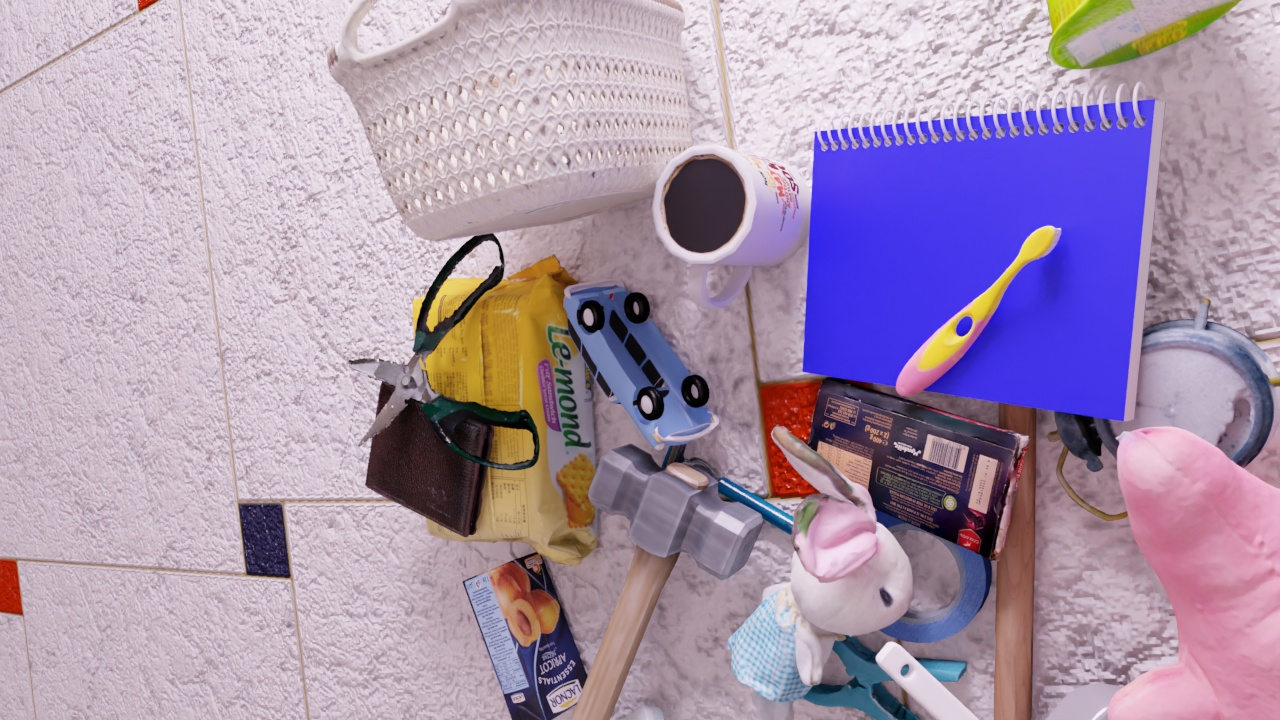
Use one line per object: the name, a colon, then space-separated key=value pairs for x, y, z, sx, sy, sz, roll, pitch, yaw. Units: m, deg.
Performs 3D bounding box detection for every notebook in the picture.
notebook: x=0.187 y=-0.065 z=0.542 sx=0.209 sy=0.022 sz=0.171 roll=10 pitch=101 yaw=48

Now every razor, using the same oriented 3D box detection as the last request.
razor: x=0.078 y=0.102 z=0.662 sx=0.144 sy=0.022 sz=0.042 roll=27 pitch=107 yaw=24

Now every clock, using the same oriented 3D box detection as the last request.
clock: x=0.285 y=0.034 z=0.501 sx=0.090 sy=0.052 sz=0.130 roll=45 pitch=121 yaw=22

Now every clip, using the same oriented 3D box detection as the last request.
clip: x=0.155 y=0.201 z=0.616 sx=0.127 sy=0.028 sz=0.113 roll=1 pitch=89 yaw=34

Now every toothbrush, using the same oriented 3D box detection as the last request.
toothbrush: x=0.189 y=-0.025 z=0.520 sx=0.021 sy=0.016 sz=0.136 roll=56 pitch=135 yaw=26

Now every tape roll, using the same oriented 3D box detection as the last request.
tape roll: x=0.179 y=0.137 z=0.599 sx=0.093 sy=0.016 sz=0.091 roll=-1 pitch=93 yaw=34

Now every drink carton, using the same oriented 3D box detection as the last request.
drink carton: x=-0.093 y=0.231 z=0.759 sx=0.040 sy=0.064 sz=0.130 roll=-29 pitch=78 yaw=37

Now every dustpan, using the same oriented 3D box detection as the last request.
dustpan: x=0.225 y=0.242 z=0.482 sx=0.257 sy=0.033 sz=0.163 roll=43 pitch=82 yaw=-2

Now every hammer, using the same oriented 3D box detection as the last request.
hammer: x=-0.021 y=0.225 z=0.682 sx=0.117 sy=0.051 sz=0.323 roll=27 pitch=106 yaw=23
hammer: x=0.222 y=0.171 z=0.545 sx=0.052 sy=0.098 sz=0.328 roll=0 pitch=86 yaw=34

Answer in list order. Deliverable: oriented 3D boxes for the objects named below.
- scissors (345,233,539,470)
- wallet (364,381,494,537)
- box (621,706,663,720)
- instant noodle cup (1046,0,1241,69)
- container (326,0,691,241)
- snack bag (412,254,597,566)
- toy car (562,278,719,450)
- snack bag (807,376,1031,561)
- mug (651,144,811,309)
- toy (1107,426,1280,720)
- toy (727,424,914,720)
scissors: x=-0.143 y=-0.008 z=0.708 sx=0.202 sy=0.015 sz=0.204 roll=16 pitch=87 yaw=25
wallet: x=-0.173 y=0.077 z=0.740 sx=0.120 sy=0.031 sz=0.099 roll=21 pitch=108 yaw=28
box: x=-0.019 y=0.372 z=0.738 sx=0.125 sy=0.075 sz=0.198 roll=44 pitch=121 yaw=1
instant noodle cup: x=0.251 y=-0.226 z=0.480 sx=0.099 sy=0.098 sz=0.108 roll=-19 pitch=74 yaw=33
container: x=-0.069 y=-0.167 z=0.613 sx=0.185 sy=0.245 sz=0.143 roll=-11 pitch=96 yaw=31
snack bag: x=-0.119 y=0.042 z=0.759 sx=0.160 sy=0.068 sz=0.247 roll=-1 pitch=93 yaw=35
toy car: x=-0.004 y=0.004 z=0.681 sx=0.153 sy=0.056 sz=0.055 roll=56 pitch=139 yaw=25
snack bag: x=0.164 y=0.062 z=0.571 sx=0.155 sy=0.018 sz=0.074 roll=21 pitch=104 yaw=53
mug: x=0.060 y=-0.086 z=0.615 sx=0.073 sy=0.089 sz=0.105 roll=19 pitch=104 yaw=31
toy: x=0.302 y=0.119 z=0.441 sx=0.192 sy=0.097 sz=0.236 roll=-43 pitch=100 yaw=-2
toy: x=0.117 y=0.158 z=0.576 sx=0.105 sy=0.130 sz=0.206 roll=9 pitch=113 yaw=1
